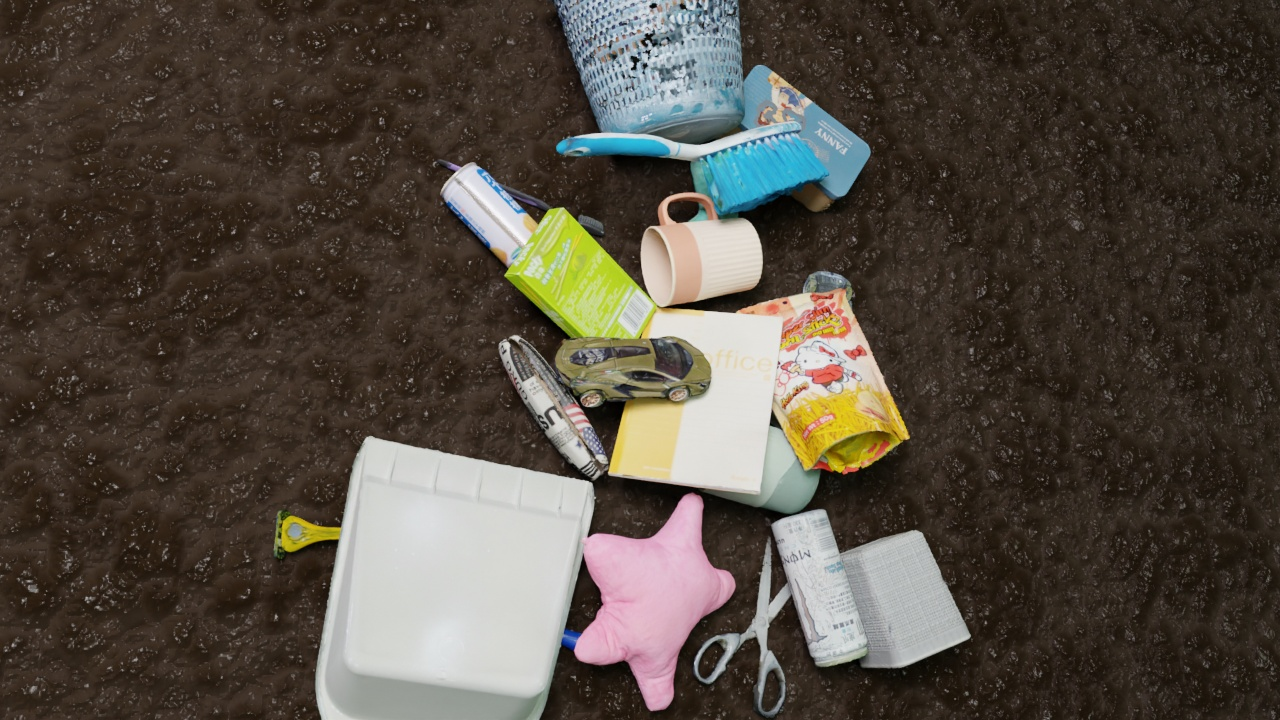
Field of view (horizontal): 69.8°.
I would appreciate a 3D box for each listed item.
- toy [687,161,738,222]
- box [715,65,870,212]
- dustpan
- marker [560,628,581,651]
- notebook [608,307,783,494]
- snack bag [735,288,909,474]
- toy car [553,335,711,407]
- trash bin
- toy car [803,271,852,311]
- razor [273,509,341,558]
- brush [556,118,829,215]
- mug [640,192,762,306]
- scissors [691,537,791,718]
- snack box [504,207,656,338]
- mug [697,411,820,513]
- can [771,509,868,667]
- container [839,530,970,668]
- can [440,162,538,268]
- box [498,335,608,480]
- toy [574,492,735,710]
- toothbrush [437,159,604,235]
[{"bbox_3d":[0.086,-0.190,1.026,0.096,0.030,0.092,-9,80,-25],"label":"toy"},{"bbox_3d":[0.176,-0.248,1.052,0.184,0.061,0.089,33,69,-4],"label":"box"},{"bbox_3d":[-0.174,0.233,0.824,0.222,0.143,0.257,14,50,-14],"label":"dustpan"},{"bbox_3d":[-0.123,0.237,0.853,0.145,0.017,0.016,24,70,-9],"label":"marker"},{"bbox_3d":[0.059,0.033,0.907,0.146,0.010,0.205,6,55,12],"label":"notebook"},{"bbox_3d":[0.181,0.013,0.935,0.128,0.073,0.207,-17,53,0],"label":"snack bag"},{"bbox_3d":[-0.005,0.005,0.888,0.158,0.042,0.070,-2,47,-16],"label":"toy car"},{"bbox_3d":[0.018,-0.327,0.959,0.226,0.227,0.195,-13,92,-20],"label":"trash bin"},{"bbox_3d":[0.207,-0.042,1.019,0.054,0.037,0.120,9,65,-10],"label":"toy car"},{"bbox_3d":[-0.260,0.158,0.831,0.132,0.028,0.043,5,70,-17],"label":"razor"},{"bbox_3d":[0.062,-0.194,0.914,0.313,0.061,0.109,-23,91,-36],"label":"brush"},{"bbox_3d":[0.061,-0.120,0.969,0.105,0.082,0.114,-11,85,-21],"label":"mug"},{"bbox_3d":[0.120,0.270,0.920,0.177,0.014,0.159,-18,81,-22],"label":"scissors"},{"bbox_3d":[-0.055,-0.069,0.914,0.156,0.026,0.085,44,66,-33],"label":"snack box"},{"bbox_3d":[0.121,0.094,0.935,0.106,0.082,0.111,16,53,-11],"label":"mug"},{"bbox_3d":[0.179,0.226,0.918,0.058,0.058,0.146,-11,77,-19],"label":"can"},{"bbox_3d":[0.256,0.240,0.929,0.090,0.090,0.114,-15,77,-20],"label":"container"},{"bbox_3d":[-0.139,-0.136,0.930,0.134,0.053,0.053,46,68,-1],"label":"can"},{"bbox_3d":[-0.089,0.048,0.891,0.055,0.070,0.164,-37,84,2],"label":"box"},{"bbox_3d":[0.012,0.210,0.862,0.178,0.075,0.194,47,63,-25],"label":"toy"},{"bbox_3d":[-0.124,-0.174,0.967,0.189,0.014,0.016,23,63,-9],"label":"toothbrush"}]
